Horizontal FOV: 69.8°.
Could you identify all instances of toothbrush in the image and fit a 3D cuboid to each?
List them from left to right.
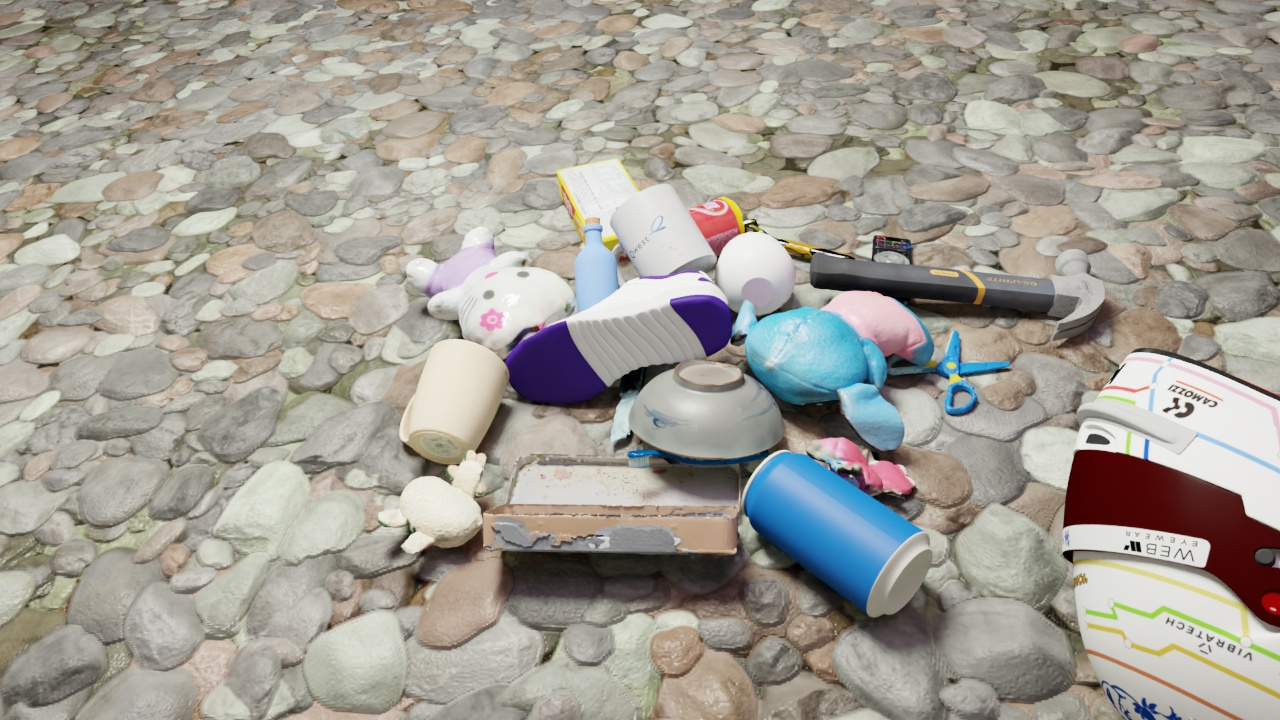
[{"bbox_3d":[0.053,0.089,0.840,0.132,0.016,0.021,0,15,-6],"label":"toothbrush"}]

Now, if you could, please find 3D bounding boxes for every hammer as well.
[{"bbox_3d":[0.344,-0.087,1.010,0.312,0.035,0.139,7,42,6],"label":"hammer"}]

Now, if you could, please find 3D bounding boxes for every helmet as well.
[{"bbox_3d":[0.401,0.158,0.582,0.315,0.231,0.236,31,87,31],"label":"helmet"}]

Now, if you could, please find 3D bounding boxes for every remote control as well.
[{"bbox_3d":[0.292,-0.105,1.073,0.045,0.021,0.140,10,40,9],"label":"remote control"}]

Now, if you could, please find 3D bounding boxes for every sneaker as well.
[{"bbox_3d":[-0.024,-0.036,0.957,0.244,0.092,0.111,-15,28,14],"label":"sneaker"}]

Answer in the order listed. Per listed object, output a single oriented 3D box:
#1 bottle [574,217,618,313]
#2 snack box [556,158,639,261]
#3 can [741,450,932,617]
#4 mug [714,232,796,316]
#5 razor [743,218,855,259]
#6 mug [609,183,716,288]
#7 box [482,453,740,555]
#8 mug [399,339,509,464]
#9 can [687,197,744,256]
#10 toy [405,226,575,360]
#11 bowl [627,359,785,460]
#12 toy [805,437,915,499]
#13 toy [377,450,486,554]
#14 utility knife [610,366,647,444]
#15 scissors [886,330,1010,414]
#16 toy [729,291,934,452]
[{"bbox_3d":[-0.049,-0.096,1.029,0.048,0.048,0.131,-5,81,2],"label":"bottle"},{"bbox_3d":[-0.044,-0.200,1.213,0.092,0.042,0.200,-15,41,-10],"label":"snack box"},{"bbox_3d":[0.159,0.139,0.753,0.078,0.079,0.146,-32,47,-28],"label":"can"},{"bbox_3d":[0.115,-0.086,1.033,0.124,0.090,0.076,-31,26,20],"label":"mug"},{"bbox_3d":[0.192,-0.138,1.118,0.144,0.044,0.021,19,72,20],"label":"razor"},{"bbox_3d":[0.013,-0.123,1.034,0.083,0.120,0.096,-9,66,-55],"label":"mug"},{"bbox_3d":[-0.020,0.129,0.813,0.217,0.071,0.156,-1,27,7],"label":"box"},{"bbox_3d":[-0.196,0.048,0.916,0.112,0.085,0.104,-17,44,32],"label":"mug"},{"bbox_3d":[0.061,-0.150,1.120,0.124,0.067,0.066,-22,43,-18],"label":"can"},{"bbox_3d":[-0.173,-0.071,1.043,0.137,0.086,0.209,-32,45,-25],"label":"toy"},{"bbox_3d":[0.063,0.036,0.872,0.151,0.057,0.150,1,22,-1],"label":"bowl"},{"bbox_3d":[0.197,0.104,0.817,0.102,0.050,0.065,15,19,-33],"label":"toy"},{"bbox_3d":[-0.179,0.133,0.827,0.087,0.050,0.112,24,45,30],"label":"toy"},{"bbox_3d":[-0.006,0.006,0.980,0.029,0.020,0.233,-4,39,15],"label":"utility knife"},{"bbox_3d":[0.313,0.010,0.943,0.131,0.014,0.125,12,44,17],"label":"scissors"},{"bbox_3d":[0.203,-0.009,0.917,0.191,0.099,0.224,-21,41,-29],"label":"toy"}]
